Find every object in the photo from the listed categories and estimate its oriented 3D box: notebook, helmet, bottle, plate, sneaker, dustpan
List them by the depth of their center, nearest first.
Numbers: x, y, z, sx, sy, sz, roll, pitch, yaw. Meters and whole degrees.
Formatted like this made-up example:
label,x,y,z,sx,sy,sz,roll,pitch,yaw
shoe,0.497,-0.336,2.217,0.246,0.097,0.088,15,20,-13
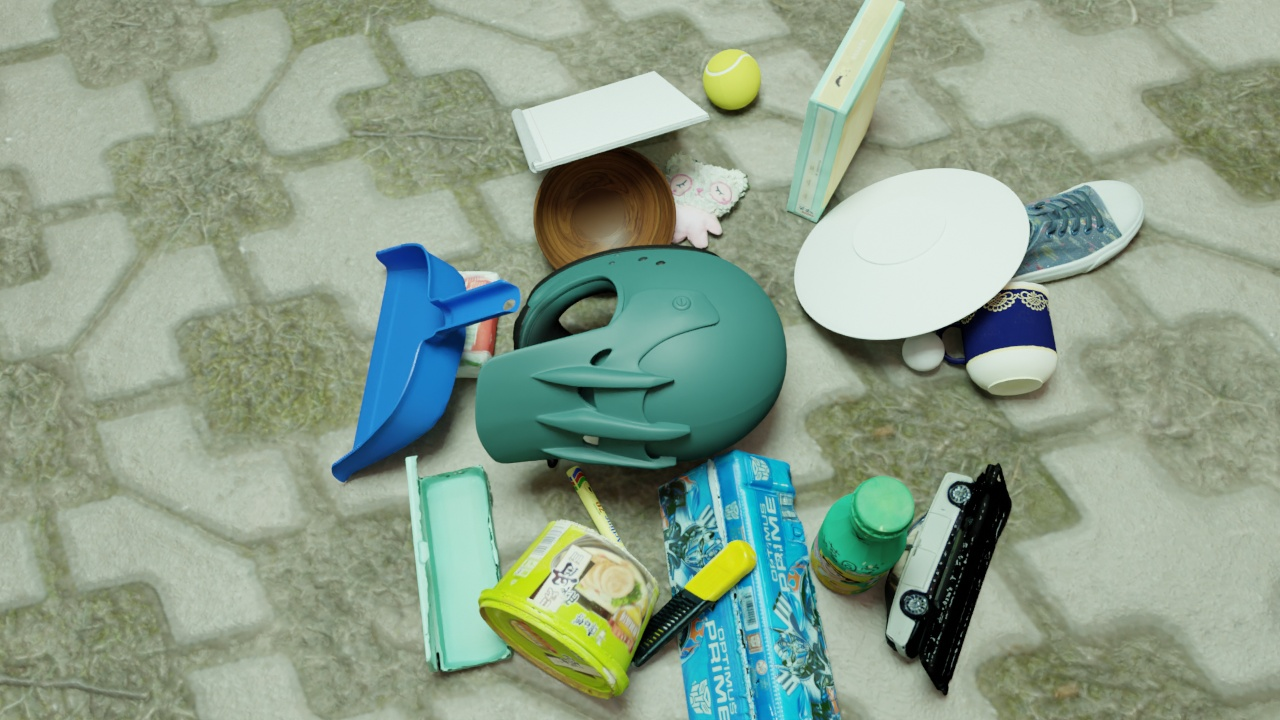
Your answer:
label,x,y,z,sx,sy,sz,roll,pitch,yaw
bottle,0.184,0.143,0.756,0.068,0.210,0.068,-2,67,4
helmet,-0.004,0.005,0.825,0.275,0.177,0.200,-5,36,-2
dustpan,-0.199,-0.022,0.868,0.258,0.059,0.245,-13,62,35
plate,0.257,-0.119,0.902,0.230,0.030,0.228,-19,44,19
sneaker,0.408,-0.128,0.925,0.235,0.079,0.087,-22,67,-5
notebook,-0.043,-0.261,0.977,0.178,0.013,0.245,-18,29,-3

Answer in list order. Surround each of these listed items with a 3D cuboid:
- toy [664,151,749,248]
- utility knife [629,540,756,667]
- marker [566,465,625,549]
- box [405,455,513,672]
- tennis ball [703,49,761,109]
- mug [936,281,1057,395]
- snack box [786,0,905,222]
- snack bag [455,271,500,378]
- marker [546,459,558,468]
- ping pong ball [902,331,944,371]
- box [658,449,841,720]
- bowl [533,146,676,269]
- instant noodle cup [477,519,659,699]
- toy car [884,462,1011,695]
label,x,y,z,sx,sy,sz,roll,pitch,yaw
toy,0.062,-0.173,0.996,0.096,0.041,0.108,16,75,10
utility knife,0.036,0.216,0.796,0.173,0.020,0.028,-46,49,21
marker,-0.034,0.159,0.873,0.014,0.014,0.132,-29,68,-8
box,-0.173,0.180,0.833,0.077,0.093,0.188,-12,66,0
tennis ball,0.104,-0.318,1.038,0.065,0.065,0.065,-2,67,4
mug,0.343,-0.014,0.888,0.112,0.085,0.089,-16,64,36
snack box,0.205,-0.249,0.931,0.044,0.194,0.141,26,71,12
snack bag,-0.189,-0.038,0.958,0.077,0.036,0.115,1,67,6
marker,-0.080,0.043,0.924,0.015,0.018,0.133,11,67,-12
ping pong ball,0.279,-0.009,0.906,0.040,0.040,0.040,-2,67,4
box,0.089,0.216,0.827,0.115,0.093,0.243,-27,60,37
bowl,-0.041,-0.153,0.968,0.147,0.069,0.147,-2,105,-9
instant noodle cup,-0.056,0.210,0.790,0.146,0.146,0.097,26,59,15
toy car,0.263,0.183,0.810,0.071,0.094,0.191,15,68,33
